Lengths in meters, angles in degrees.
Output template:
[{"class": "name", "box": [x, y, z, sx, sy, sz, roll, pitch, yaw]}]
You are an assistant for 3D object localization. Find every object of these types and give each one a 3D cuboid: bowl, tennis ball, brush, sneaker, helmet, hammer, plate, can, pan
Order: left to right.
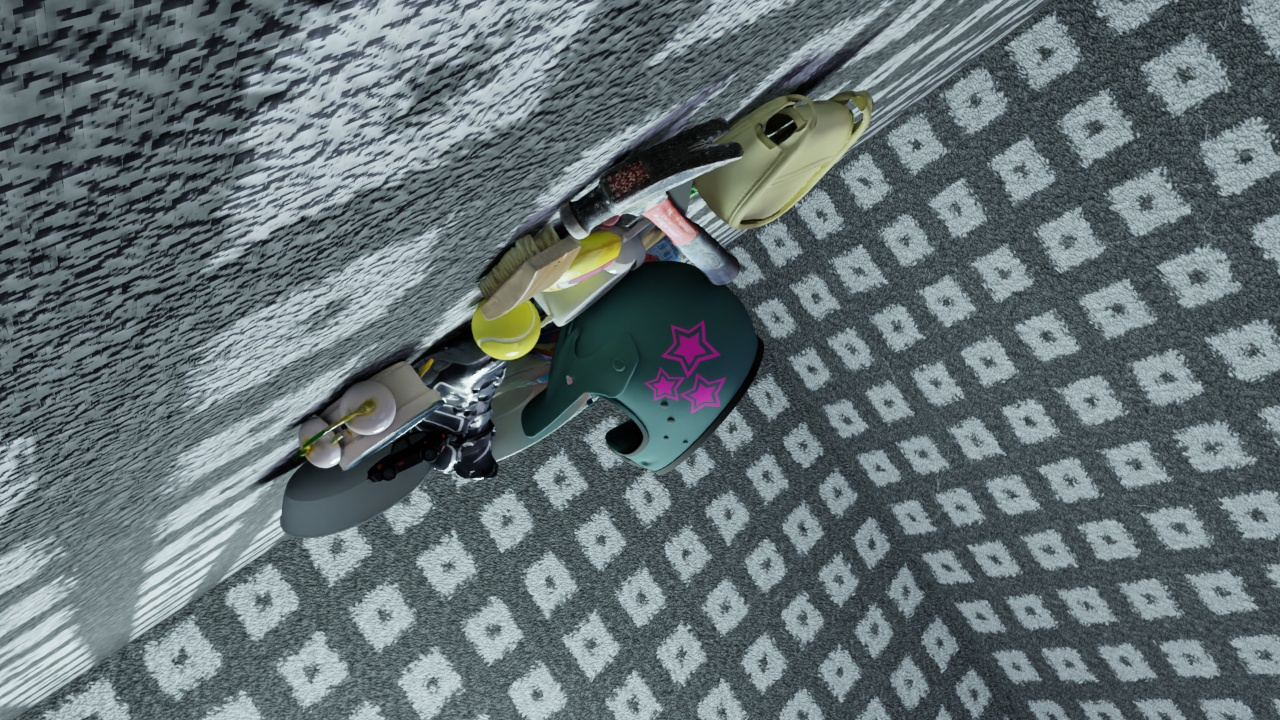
[{"class": "pan", "box": [-0.339, 0.110, 1.193, 0.201, 0.051, 0.355, -13, -155, 15]}, {"class": "sneaker", "box": [-0.198, 0.063, 1.038, 0.097, 0.151, 0.253, -35, 180, -40]}, {"class": "bowl", "box": [-0.207, 0.018, 1.233, 0.176, 0.058, 0.177, -25, 175, -2]}, {"class": "plate", "box": [-0.176, 0.070, 1.202, 0.229, 0.030, 0.229, -22, -162, 7]}, {"class": "tennis ball", "box": [-0.128, -0.033, 0.876, 0.065, 0.065, 0.065, -35, -179, 0]}, {"class": "brush", "box": [-0.094, -0.070, 0.741, 0.049, 0.039, 0.117, -36, -179, -33]}, {"class": "sneaker", "box": [-0.099, -0.046, 1.249, 0.242, 0.116, 0.091, 7, -98, 57]}, {"class": "helmet", "box": [-0.006, 0.006, 1.045, 0.276, 0.200, 0.176, -50, -168, 29]}, {"class": "can", "box": [0.019, -0.155, 1.464, 0.059, 0.054, 0.100, -34, 180, -22]}, {"class": "hammer", "box": [0.048, -0.118, 0.819, 0.141, 0.036, 0.326, -29, 165, 12]}]

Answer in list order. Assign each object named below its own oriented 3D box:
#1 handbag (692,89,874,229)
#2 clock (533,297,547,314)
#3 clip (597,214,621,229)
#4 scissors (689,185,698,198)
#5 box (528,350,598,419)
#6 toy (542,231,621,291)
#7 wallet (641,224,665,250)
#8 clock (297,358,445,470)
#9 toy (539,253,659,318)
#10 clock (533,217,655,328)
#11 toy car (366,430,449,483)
[{"class": "handbag", "box": [0.133, -0.211, 0.936, 0.191, 0.088, 0.232, -41, 174, 34]}, {"class": "clock", "box": [-0.082, -0.084, 1.053, 0.087, 0.042, 0.123, -35, -177, -9]}, {"class": "clip", "box": [-0.014, -0.139, 0.809, 0.060, 0.023, 0.044, -37, 178, -37]}, {"class": "scissors", "box": [0.053, -0.197, 1.094, 0.130, 0.011, 0.126, -33, 179, -26]}, {"class": "box", "box": [-0.136, 0.004, 1.428, 0.070, 0.171, 0.243, -64, 173, 14]}, {"class": "toy", "box": [-0.061, -0.089, 0.816, 0.094, 0.041, 0.095, -20, -177, 9]}, {"class": "wallet", "box": [-0.021, -0.134, 1.143, 0.121, 0.027, 0.098, -36, -179, 27]}, {"class": "clock", "box": [-0.262, 0.056, 0.884, 0.117, 0.059, 0.157, -34, -179, 22]}, {"class": "toy", "box": [-0.050, -0.084, 1.362, 0.217, 0.099, 0.147, -29, -168, 30]}, {"class": "clock", "box": [-0.048, -0.098, 0.923, 0.159, 0.061, 0.119, -39, -179, 12]}, {"class": "toy car", "box": [-0.239, 0.095, 0.938, 0.091, 0.036, 0.042, -25, -176, -10]}]
